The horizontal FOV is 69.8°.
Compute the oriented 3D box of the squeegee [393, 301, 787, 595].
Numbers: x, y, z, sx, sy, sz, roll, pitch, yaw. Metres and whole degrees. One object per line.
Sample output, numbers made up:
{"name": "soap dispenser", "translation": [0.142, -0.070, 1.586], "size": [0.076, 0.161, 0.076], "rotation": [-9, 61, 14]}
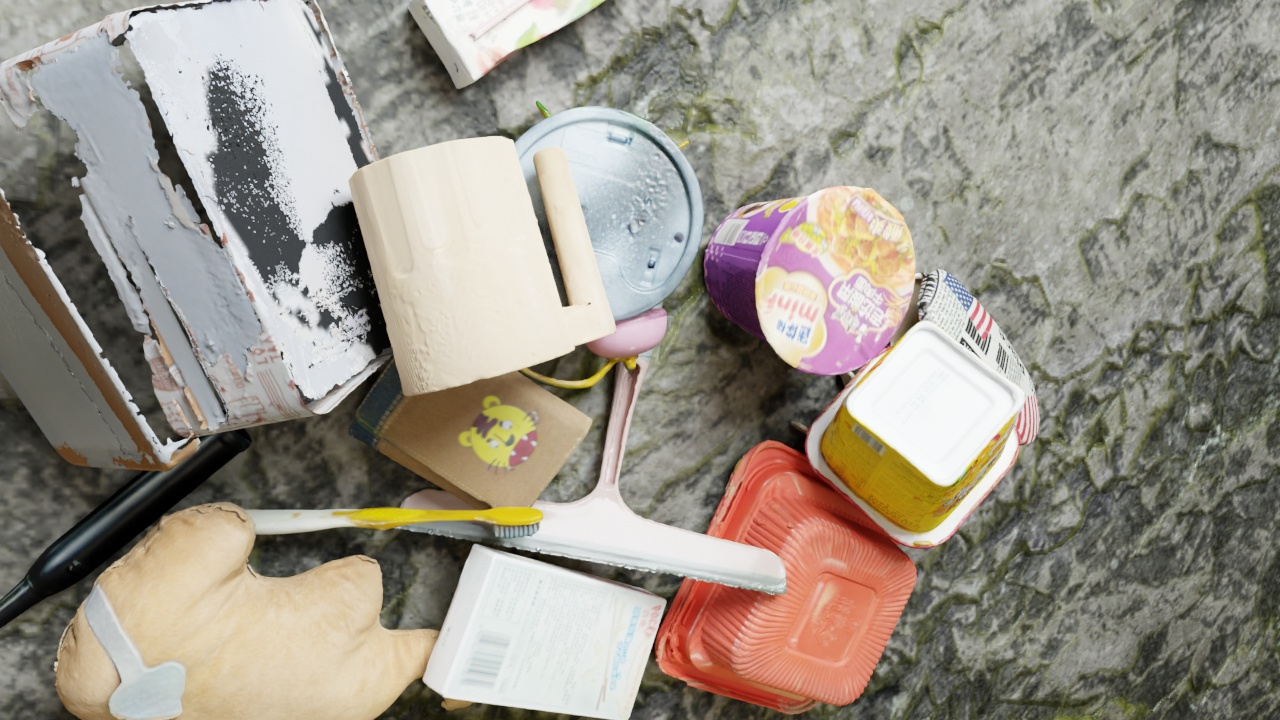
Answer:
{"name": "squeegee", "translation": [-0.003, 0.003, 0.579], "size": [0.247, 0.040, 0.249], "rotation": [12, 91, -8]}

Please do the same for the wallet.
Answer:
{"name": "wallet", "translation": [-0.098, 0.037, 0.524], "size": [0.115, 0.033, 0.090], "rotation": [34, 105, -10]}

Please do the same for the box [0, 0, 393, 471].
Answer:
{"name": "box", "translation": [-0.236, -0.051, 0.433], "size": [0.193, 0.156, 0.183], "rotation": [-10, 111, 21]}

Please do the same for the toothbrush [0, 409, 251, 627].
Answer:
{"name": "toothbrush", "translation": [-0.297, 0.105, 0.479], "size": [0.212, 0.027, 0.026], "rotation": [-42, 150, -10]}

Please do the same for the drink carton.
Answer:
{"name": "drink carton", "translation": [-0.059, -0.203, 0.501], "size": [0.122, 0.045, 0.053], "rotation": [-36, 113, -13]}

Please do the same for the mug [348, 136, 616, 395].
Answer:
{"name": "mug", "translation": [-0.070, -0.049, 0.446], "size": [0.124, 0.084, 0.103], "rotation": [-20, 98, -43]}

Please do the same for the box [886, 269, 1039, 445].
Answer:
{"name": "box", "translation": [0.248, -0.001, 0.668], "size": [0.163, 0.081, 0.074], "rotation": [45, 77, -23]}

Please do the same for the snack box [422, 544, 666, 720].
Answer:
{"name": "snack box", "translation": [-0.054, 0.174, 0.575], "size": [0.156, 0.027, 0.084], "rotation": [28, 78, -42]}

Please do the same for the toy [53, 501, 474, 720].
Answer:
{"name": "toy", "translation": [-0.197, 0.170, 0.510], "size": [0.226, 0.082, 0.143], "rotation": [36, 93, -38]}

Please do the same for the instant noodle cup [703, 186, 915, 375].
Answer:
{"name": "instant noodle cup", "translation": [0.098, -0.054, 0.577], "size": [0.111, 0.099, 0.111], "rotation": [-5, 103, -21]}

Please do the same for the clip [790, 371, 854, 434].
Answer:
{"name": "clip", "translation": [0.158, 0.060, 0.670], "size": [0.061, 0.034, 0.097], "rotation": [-47, 111, -6]}

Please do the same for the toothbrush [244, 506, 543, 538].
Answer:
{"name": "toothbrush", "translation": [-0.150, 0.092, 0.515], "size": [0.191, 0.016, 0.018], "rotation": [-1, 116, -2]}

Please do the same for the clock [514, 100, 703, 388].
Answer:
{"name": "clock", "translation": [-0.031, -0.062, 0.524], "size": [0.117, 0.060, 0.158], "rotation": [14, 91, -9]}

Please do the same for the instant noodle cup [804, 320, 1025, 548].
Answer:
{"name": "instant noodle cup", "translation": [0.176, 0.042, 0.578], "size": [0.116, 0.116, 0.124], "rotation": [-46, 161, -8]}

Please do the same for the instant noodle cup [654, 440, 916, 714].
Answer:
{"name": "instant noodle cup", "translation": [0.113, 0.168, 0.650], "size": [0.164, 0.079, 0.189], "rotation": [23, 94, -26]}
